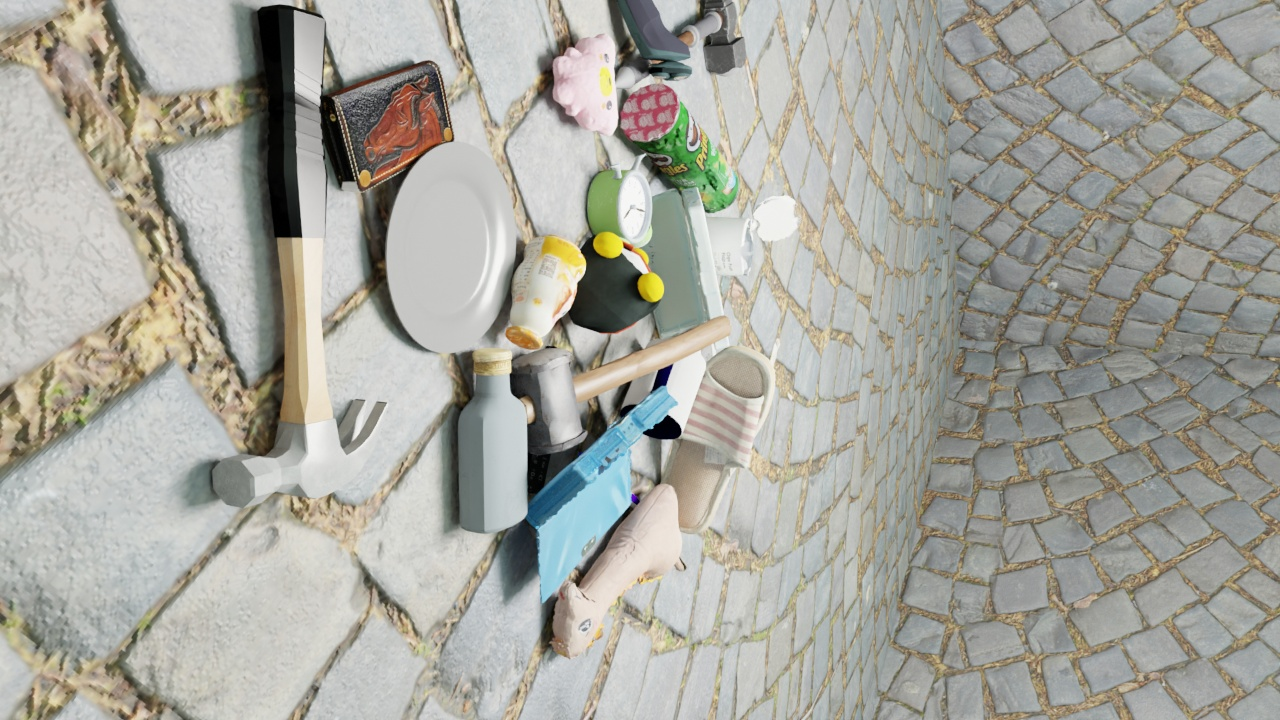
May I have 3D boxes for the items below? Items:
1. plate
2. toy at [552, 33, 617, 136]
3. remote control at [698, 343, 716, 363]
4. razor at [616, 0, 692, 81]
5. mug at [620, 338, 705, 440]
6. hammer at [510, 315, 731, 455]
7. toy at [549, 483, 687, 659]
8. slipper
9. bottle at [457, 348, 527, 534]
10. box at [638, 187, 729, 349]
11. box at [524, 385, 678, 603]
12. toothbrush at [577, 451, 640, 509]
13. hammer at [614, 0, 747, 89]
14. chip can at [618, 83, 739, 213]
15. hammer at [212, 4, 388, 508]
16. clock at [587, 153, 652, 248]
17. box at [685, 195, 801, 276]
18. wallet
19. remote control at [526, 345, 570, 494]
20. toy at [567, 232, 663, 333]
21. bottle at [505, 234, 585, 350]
[{"bbox_3d":[-0.160,-0.095,0.782,0.178,0.012,0.178,-34,128,-58],"label":"plate"},{"bbox_3d":[-0.055,-0.280,0.923,0.093,0.050,0.102,-11,102,-57],"label":"toy"},{"bbox_3d":[0.089,0.025,1.287,0.060,0.025,0.139,-47,135,-50],"label":"remote control"},{"bbox_3d":[0.009,-0.371,1.009,0.052,0.047,0.143,-37,111,-15],"label":"razor"},{"bbox_3d":[0.029,0.026,1.096,0.112,0.078,0.096,96,14,-60],"label":"mug"},{"bbox_3d":[-0.006,0.006,0.981,0.327,0.052,0.098,-22,107,-44],"label":"hammer"},{"bbox_3d":[-0.016,0.266,1.088,0.263,0.065,0.196,-52,138,-43],"label":"toy"},{"bbox_3d":[0.089,0.107,1.158,0.052,0.115,0.263,-15,130,-60],"label":"slipper"},{"bbox_3d":[-0.134,0.070,0.836,0.072,0.046,0.161,-16,109,-61],"label":"bottle"},{"bbox_3d":[0.044,-0.107,1.115,0.085,0.096,0.199,-92,171,-57],"label":"box"},{"bbox_3d":[-0.049,0.127,0.972,0.231,0.066,0.173,-37,152,-61],"label":"box"},{"bbox_3d":[-0.033,0.146,1.082,0.186,0.015,0.016,48,52,-56],"label":"toothbrush"},{"bbox_3d":[0.044,-0.384,1.116,0.321,0.043,0.156,-49,136,-46],"label":"hammer"},{"bbox_3d":[0.054,-0.250,1.116,0.223,0.075,0.075,30,68,-61],"label":"chip can"},{"bbox_3d":[-0.233,-0.068,0.630,0.131,0.039,0.328,-14,107,-63],"label":"hammer"},{"bbox_3d":[-0.021,-0.163,1.019,0.094,0.043,0.119,-35,125,-55],"label":"clock"},{"bbox_3d":[0.121,-0.160,1.177,0.118,0.160,0.085,-67,156,-44],"label":"box"},{"bbox_3d":[-0.192,-0.182,0.706,0.122,0.019,0.072,-48,140,-49],"label":"wallet"},{"bbox_3d":[-0.098,0.061,0.940,0.034,0.013,0.150,32,66,-60],"label":"remote control"},{"bbox_3d":[-0.032,-0.078,0.961,0.100,0.097,0.119,-45,-176,11],"label":"toy"},{"bbox_3d":[-0.094,-0.064,0.872,0.063,0.063,0.108,53,49,-53],"label":"bottle"}]
